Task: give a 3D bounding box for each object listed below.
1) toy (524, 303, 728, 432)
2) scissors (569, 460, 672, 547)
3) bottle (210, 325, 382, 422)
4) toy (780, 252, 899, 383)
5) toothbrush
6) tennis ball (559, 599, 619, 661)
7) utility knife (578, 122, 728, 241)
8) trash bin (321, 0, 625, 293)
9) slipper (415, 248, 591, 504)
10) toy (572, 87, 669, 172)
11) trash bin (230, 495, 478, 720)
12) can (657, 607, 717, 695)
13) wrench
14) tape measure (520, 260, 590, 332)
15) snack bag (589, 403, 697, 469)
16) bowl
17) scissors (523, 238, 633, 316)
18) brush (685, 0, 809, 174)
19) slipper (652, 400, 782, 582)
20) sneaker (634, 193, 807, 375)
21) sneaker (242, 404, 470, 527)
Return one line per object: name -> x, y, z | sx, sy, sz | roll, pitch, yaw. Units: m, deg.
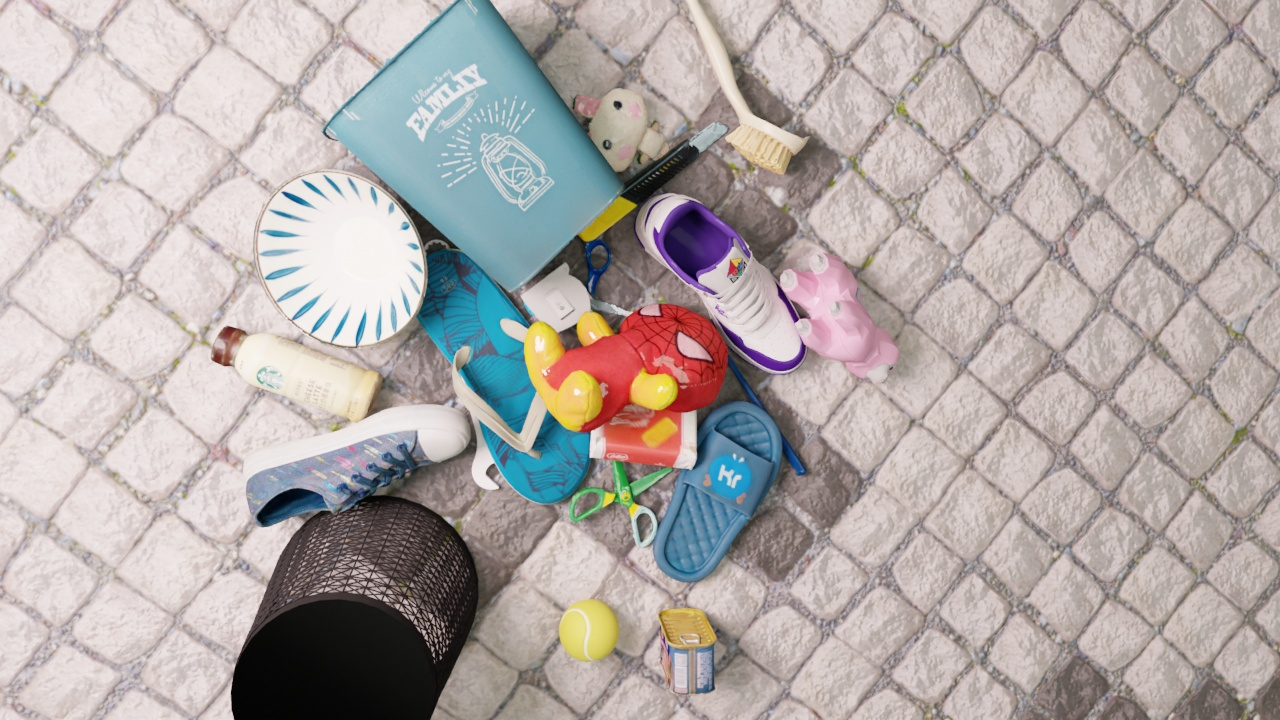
toy -> -0.006, 0.005, 0.933 | 0.215, 0.147, 0.099 | -11, 141, -32
scissors -> -0.017, 0.152, 1.006 | 0.125, 0.011, 0.131 | -27, 105, -12
bottle -> -0.348, 0.012, 0.931 | 0.162, 0.056, 0.056 | 21, 92, -9
toy -> 0.219, -0.042, 0.983 | 0.067, 0.157, 0.123 | -30, 56, 29
toothbrush -> 0.127, 0.051, 1.020 | 0.017, 0.016, 0.190 | -34, 99, 4
tennis ball -> -0.055, 0.292, 0.992 | 0.065, 0.065, 0.065 | -1, 95, -8
utility knife -> 0.014, -0.194, 0.976 | 0.203, 0.020, 0.029 | -37, 129, -7
trash bin -> -0.149, -0.198, 0.879 | 0.196, 0.199, 0.218 | -43, 106, -1
slipper -> -0.137, 0.017, 0.952 | 0.118, 0.060, 0.295 | -34, 101, -15
toy -> -0.022, -0.239, 0.958 | 0.112, 0.050, 0.087 | 18, 94, -5
trash bin -> -0.268, 0.262, 0.871 | 0.217, 0.243, 0.217 | -1, 95, -8
can -> 0.050, 0.314, 0.992 | 0.054, 0.100, 0.059 | -1, 96, -7
wrench -> -0.185, 0.006, 0.976 | 0.047, 0.009, 0.273 | -14, 97, -6
tape measure -> -0.086, -0.064, 0.963 | 0.060, 0.020, 0.062 | -37, 101, -3
snack bag -> 0.004, 0.072, 0.979 | 0.116, 0.036, 0.076 | 8, 56, -8
bowl -> -0.284, -0.105, 0.911 | 0.177, 0.070, 0.177 | 3, 111, 9
scissors -> -0.058, -0.070, 0.984 | 0.127, 0.014, 0.133 | 17, 91, -9
brush -> 0.087, -0.317, 0.965 | 0.077, 0.062, 0.272 | -31, 94, -8
slipper -> 0.088, 0.148, 1.003 | 0.104, 0.059, 0.214 | 25, 93, -11
sneaker -> 0.097, -0.081, 0.954 | 0.244, 0.111, 0.092 | 44, 88, -9
sneaker -> -0.283, 0.113, 0.924 | 0.235, 0.079, 0.087 | -15, 142, 0
